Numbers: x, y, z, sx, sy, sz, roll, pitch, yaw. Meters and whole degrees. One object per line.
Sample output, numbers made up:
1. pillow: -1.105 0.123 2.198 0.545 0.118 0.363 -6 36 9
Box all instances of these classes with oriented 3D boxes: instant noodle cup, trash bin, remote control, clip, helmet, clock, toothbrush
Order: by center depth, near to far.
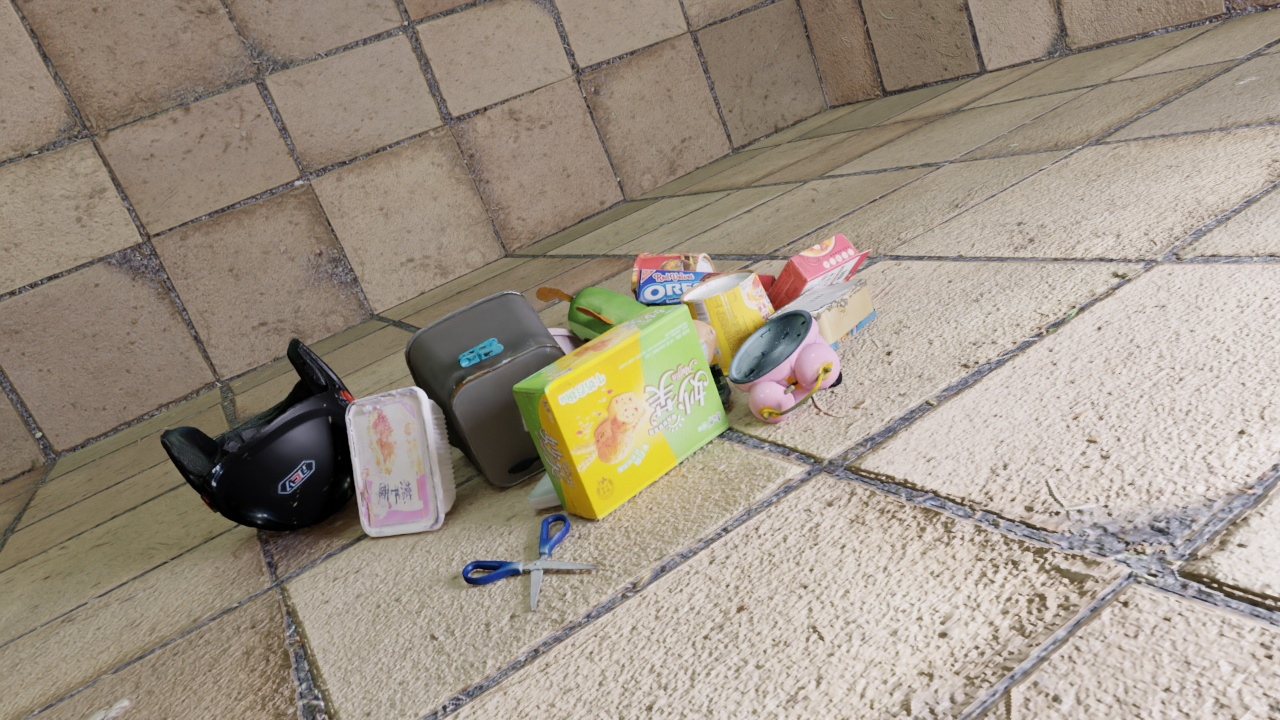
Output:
1. clock: 0.164 0.010 1.029 0.117 0.060 0.158 -38 19 14
2. remote control: -0.084 0.133 1.067 0.056 0.020 0.135 -15 15 20
3. clip: -0.193 -0.009 1.101 0.055 0.013 0.038 -25 29 -16
4. toothbrush: -0.079 0.095 1.134 0.188 0.014 0.017 -27 -5 -16
5. instant noodle cup: -0.288 0.124 1.135 0.138 0.173 0.060 -12 -3 30
6. trash bin: -0.176 0.039 1.207 0.198 0.199 0.220 -28 23 -14
7. helmet: -0.484 0.121 1.250 0.233 0.230 0.275 -41 19 -11
8. instant noodle cup: 0.122 -0.055 1.251 0.138 0.110 0.138 -20 15 6
9. instant noodle cup: 0.061 -0.115 1.498 0.109 0.138 0.137 -5 22 24

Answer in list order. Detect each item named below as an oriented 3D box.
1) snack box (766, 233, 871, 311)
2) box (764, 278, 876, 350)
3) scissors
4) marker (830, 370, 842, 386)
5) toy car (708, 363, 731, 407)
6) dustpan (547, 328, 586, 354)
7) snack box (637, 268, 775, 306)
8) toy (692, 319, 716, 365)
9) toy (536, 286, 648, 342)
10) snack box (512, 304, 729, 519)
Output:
1. snack box: 0.247 -0.119 1.299 0.126 0.044 0.113 -26 -20 -28
2. box: 0.236 -0.057 1.178 0.090 0.059 0.183 -8 12 38
3. scissors: -0.107 0.199 0.906 0.162 0.012 0.175 -16 18 17
4. marker: 0.193 0.014 1.099 0.022 0.020 0.132 -32 18 -19
5. toy car: 0.083 0.035 1.143 0.054 0.037 0.120 -21 15 4
6. dustpan: -0.179 -0.015 1.458 0.223 0.139 0.272 -18 17 15
7. snack box: 0.100 -0.103 1.390 0.208 0.057 0.058 5 -7 17
8. toy: -0.007 0.007 1.179 0.227 0.082 0.143 -16 3 44
9. toy: -0.033 -0.054 1.371 0.247 0.090 0.226 26 5 32
10. snack box: -0.016 0.051 0.999 0.209 0.158 0.070 -31 20 -31
